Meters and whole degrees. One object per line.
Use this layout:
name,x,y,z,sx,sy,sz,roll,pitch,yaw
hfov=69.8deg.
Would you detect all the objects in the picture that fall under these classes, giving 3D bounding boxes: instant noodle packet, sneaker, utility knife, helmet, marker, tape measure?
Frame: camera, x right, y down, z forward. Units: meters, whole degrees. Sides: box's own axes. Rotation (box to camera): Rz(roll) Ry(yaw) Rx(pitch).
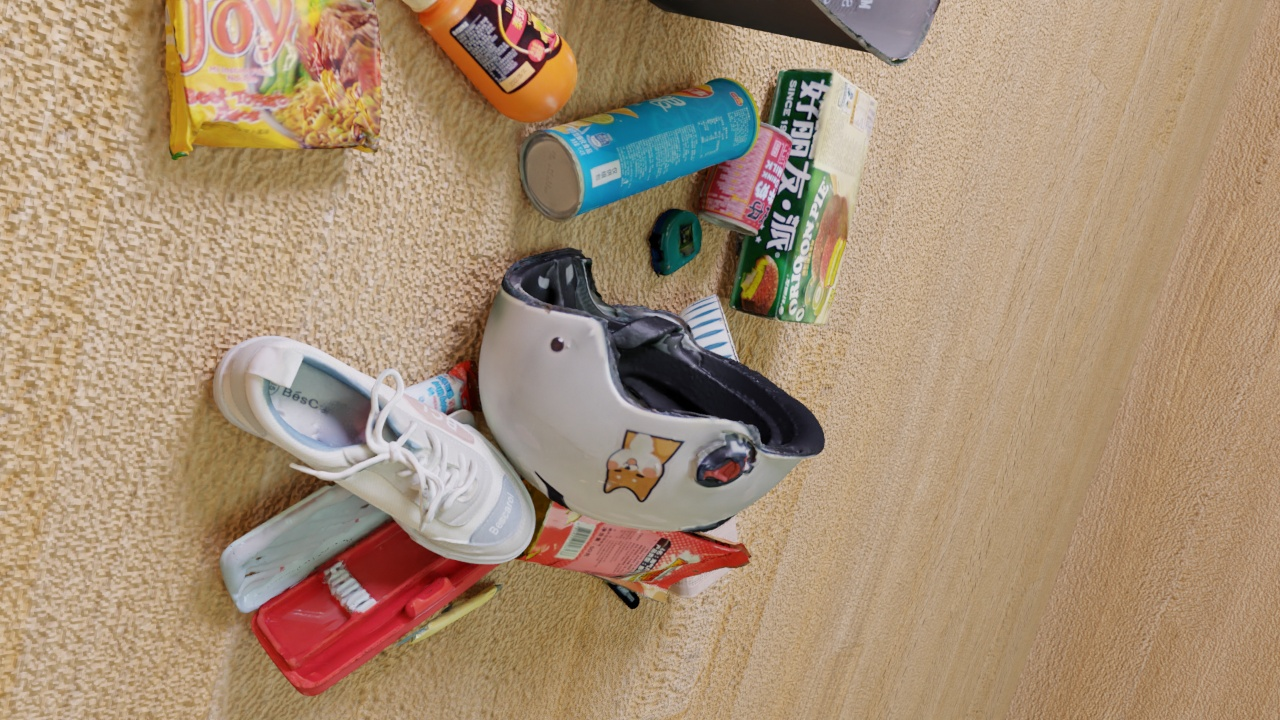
instant noodle packet,-0.207,-0.170,0.519,0.128,0.044,0.111,-14,113,-45
sneaker,-0.150,0.059,0.592,0.242,0.091,0.089,38,63,-30
utility knife,-0.150,0.203,0.725,0.031,0.019,0.182,-40,175,7
helmet,-0.010,0.044,0.706,0.274,0.230,0.157,29,105,-22
marker,-0.025,0.225,0.938,0.018,0.015,0.124,-49,139,-17
tape measure,0.034,-0.110,0.838,0.058,0.025,0.054,-37,133,-33

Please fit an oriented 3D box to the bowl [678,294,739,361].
bowl,0.060,0.001,0.871,0.066,0.116,0.116,-17,132,7

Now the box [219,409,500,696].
box,-0.176,0.129,0.645,0.200,0.094,0.100,-33,149,-34

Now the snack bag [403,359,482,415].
snack bag,-0.163,0.032,0.679,0.105,0.026,0.045,-23,126,-39

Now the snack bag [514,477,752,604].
snack bag,-0.018,0.164,0.808,0.207,0.129,0.073,24,46,-31

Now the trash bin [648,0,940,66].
trash bin,0.090,-0.332,0.643,0.198,0.220,0.199,10,99,-50

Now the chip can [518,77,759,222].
chip can,0.004,-0.173,0.739,0.209,0.071,0.071,-28,127,-38

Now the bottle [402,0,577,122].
bottle,-0.107,-0.220,0.601,0.149,0.067,0.066,35,80,-44

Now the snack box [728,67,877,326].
snack box,0.165,-0.157,0.917,0.114,0.063,0.240,1,103,-54

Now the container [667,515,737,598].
container,0.041,0.161,0.928,0.089,0.090,0.111,-26,123,-39

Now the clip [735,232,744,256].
clip,0.107,-0.129,0.918,0.025,0.037,0.058,-31,130,-44

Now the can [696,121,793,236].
can,0.095,-0.169,0.848,0.066,0.066,0.094,15,95,-51
